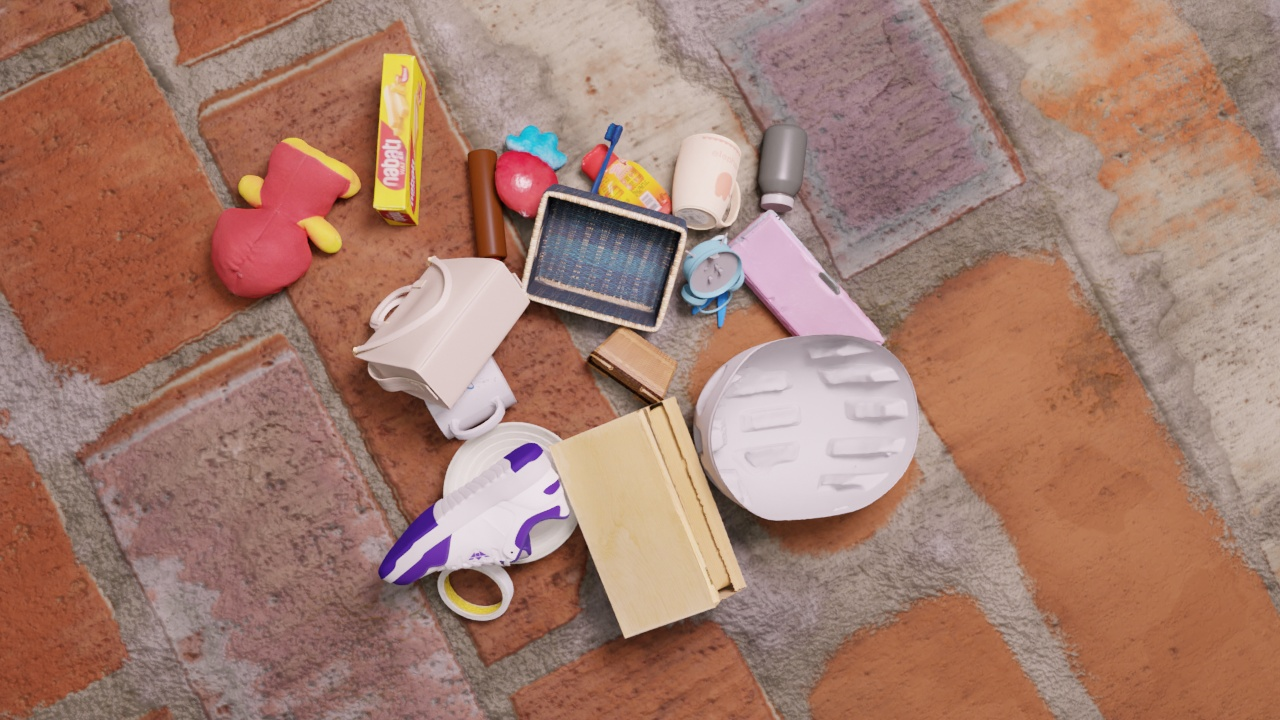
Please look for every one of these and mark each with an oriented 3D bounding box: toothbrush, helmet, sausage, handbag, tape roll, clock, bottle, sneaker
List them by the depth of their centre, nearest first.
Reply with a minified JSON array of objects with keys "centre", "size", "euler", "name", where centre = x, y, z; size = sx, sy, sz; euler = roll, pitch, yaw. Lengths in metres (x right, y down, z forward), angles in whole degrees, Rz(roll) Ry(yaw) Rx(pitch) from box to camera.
[{"centre":[-0.191,0.209,1.102],"size":[0.244,0.091,0.111],"euler":[-35,103,4],"name":"sneaker"},{"centre":[-0.268,-0.046,1.139],"size":[0.198,0.101,0.194],"euler":[13,59,37],"name":"handbag"},{"centre":[0.206,0.076,1.141],"size":[0.282,0.183,0.224],"euler":[-12,100,1],"name":"helmet"},{"centre":[-0.207,0.286,1.152],"size":[0.094,0.019,0.094],"euler":[5,119,9],"name":"tape roll"},{"centre":[0.094,-0.104,1.179],"size":[0.087,0.123,0.042],"euler":[-24,51,-9],"name":"clock"},{"centre":[-0.066,-0.219,1.198],"size":[0.017,0.016,0.190],"euler":[29,108,18],"name":"toothbrush"},{"centre":[-0.202,-0.203,1.212],"size":[0.040,0.040,0.155],"euler":[-6,85,-5],"name":"sausage"},{"centre":[-0.021,-0.228,1.220],"size":[0.071,0.048,0.134],"euler":[-45,89,-2],"name":"bottle"},{"centre":[0.189,-0.258,1.232],"size":[0.060,0.060,0.108],"euler":[8,84,-3],"name":"bottle"}]

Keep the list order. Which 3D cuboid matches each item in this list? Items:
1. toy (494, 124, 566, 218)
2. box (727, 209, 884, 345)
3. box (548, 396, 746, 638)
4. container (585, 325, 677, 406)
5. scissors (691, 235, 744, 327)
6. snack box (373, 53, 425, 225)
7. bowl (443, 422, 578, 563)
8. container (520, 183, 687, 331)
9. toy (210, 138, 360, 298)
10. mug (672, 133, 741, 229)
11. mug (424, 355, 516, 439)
[{"centre":[-0.146,-0.250,1.210],"size":[0.092,0.062,0.132],"euler":[24,63,-28],"name":"toy"},{"centre":[0.216,-0.088,1.204],"size":[0.099,0.080,0.232],"euler":[-41,93,-8],"name":"box"},{"centre":[0.018,0.185,1.122],"size":[0.178,0.142,0.248],"euler":[-19,86,-44],"name":"box"},{"centre":[-0.007,0.007,1.197],"size":[0.114,0.063,0.061],"euler":[35,76,-1],"name":"container"},{"centre":[0.106,-0.111,1.237],"size":[0.109,0.018,0.131],"euler":[44,83,3],"name":"scissors"},{"centre":[-0.309,-0.281,1.183],"size":[0.042,0.092,0.200],"euler":[3,85,-4],"name":"snack box"},{"centre":[-0.158,0.165,1.169],"size":[0.176,0.058,0.176],"euler":[0,89,-1],"name":"bowl"},{"centre":[-0.046,-0.132,1.175],"size":[0.187,0.071,0.145],"euler":[15,110,-2],"name":"container"},{"centre":[-0.460,-0.177,1.165],"size":[0.147,0.099,0.216],"euler":[28,79,6],"name":"toy"},{"centre":[0.092,-0.224,1.210],"size":[0.111,0.085,0.104],"euler":[31,64,-40],"name":"mug"},{"centre":[-0.212,0.051,1.153],"size":[0.096,0.083,0.119],"euler":[-29,44,-6],"name":"mug"}]
